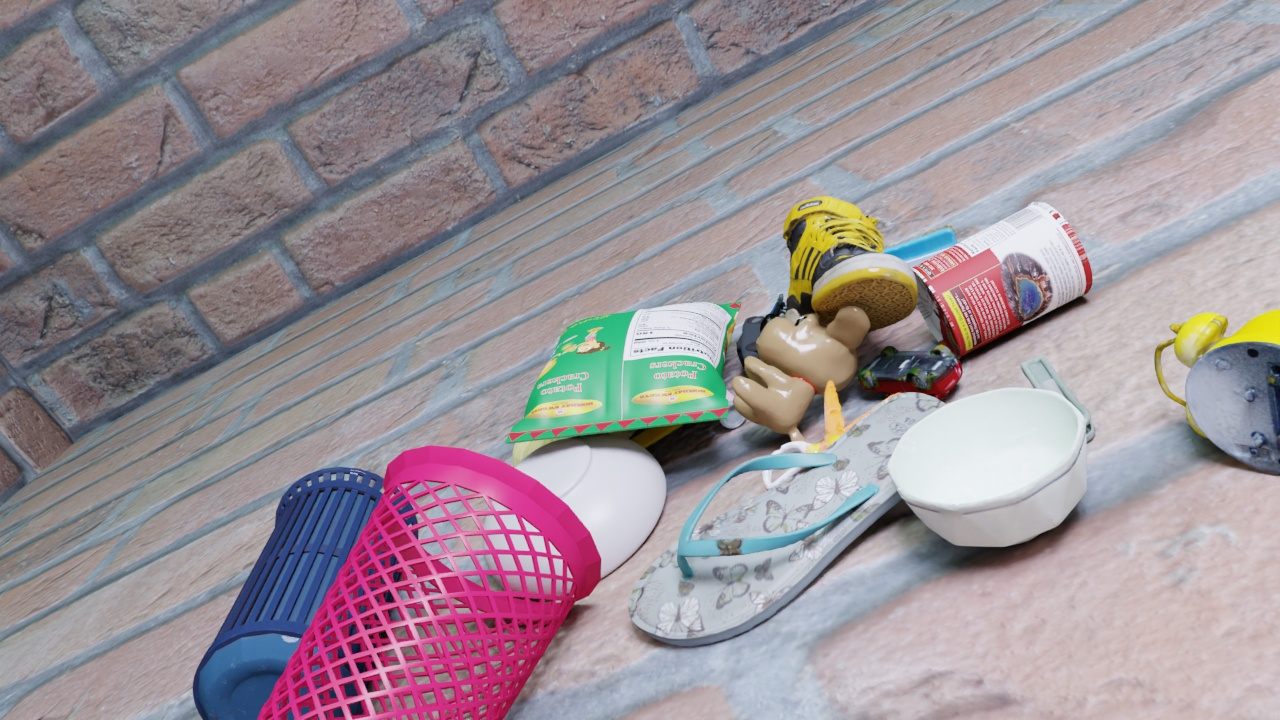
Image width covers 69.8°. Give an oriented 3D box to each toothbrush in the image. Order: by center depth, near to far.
[{"bbox_3d":[0.063,0.021,0.951,0.026,0.027,0.222,-11,18,-9],"label":"toothbrush"}]

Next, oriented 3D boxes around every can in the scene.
[{"bbox_3d":[0.294,-0.066,0.758,0.116,0.086,0.086,-28,20,6],"label":"can"}]

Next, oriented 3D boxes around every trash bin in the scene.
[{"bbox_3d":[-0.284,0.215,0.804,0.139,0.139,0.249,-27,22,7],"label":"trash bin"}]

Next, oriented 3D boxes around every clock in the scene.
[{"bbox_3d":[0.344,0.014,0.511,0.057,0.083,0.119,-33,23,-26],"label":"clock"}]

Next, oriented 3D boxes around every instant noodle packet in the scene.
[{"bbox_3d":[-0.005,0.005,0.887,0.196,0.090,0.252,-8,24,13],"label":"instant noodle packet"}]

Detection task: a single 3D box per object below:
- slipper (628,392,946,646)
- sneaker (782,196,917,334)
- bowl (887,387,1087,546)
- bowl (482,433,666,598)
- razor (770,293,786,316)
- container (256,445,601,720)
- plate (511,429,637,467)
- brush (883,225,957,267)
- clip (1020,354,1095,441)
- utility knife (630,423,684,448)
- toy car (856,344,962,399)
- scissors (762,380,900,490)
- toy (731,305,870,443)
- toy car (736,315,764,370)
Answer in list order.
[{"bbox_3d":[0.102,0.104,0.633,0.269,0.055,0.098,-34,35,0],"label":"slipper"},{"bbox_3d":[0.183,-0.092,0.810,0.086,0.122,0.239,5,-9,-5],"label":"sneaker"},{"bbox_3d":[0.219,0.074,0.567,0.117,0.061,0.117,-25,21,10],"label":"bowl"},{"bbox_3d":[-0.069,0.120,0.805,0.177,0.066,0.176,-23,29,13],"label":"bowl"},{"bbox_3d":[0.195,-0.085,1.036,0.144,0.022,0.043,-38,-18,-32],"label":"razor"},{"bbox_3d":[-0.154,0.203,0.629,0.184,0.183,0.225,-14,33,36],"label":"container"},{"bbox_3d":[-0.077,0.073,0.976,0.184,0.036,0.184,-28,15,8],"label":"plate"},{"bbox_3d":[0.248,-0.082,0.902,0.136,0.055,0.075,-17,19,31],"label":"brush"},{"bbox_3d":[0.283,0.023,0.628,0.023,0.050,0.078,-26,13,13],"label":"clip"},{"bbox_3d":[-0.034,0.100,0.905,0.191,0.018,0.030,-28,15,-7],"label":"utility knife"},{"bbox_3d":[0.219,0.011,0.751,0.042,0.036,0.091,-40,23,-25],"label":"toy car"},{"bbox_3d":[0.143,0.066,0.696,0.128,0.011,0.125,-18,45,23],"label":"scissors"},{"bbox_3d":[0.133,0.011,0.779,0.108,0.106,0.134,-48,-19,-11],"label":"toy"},{"bbox_3d":[0.115,-0.009,0.923,0.034,0.046,0.112,-18,21,16],"label":"toy car"}]
